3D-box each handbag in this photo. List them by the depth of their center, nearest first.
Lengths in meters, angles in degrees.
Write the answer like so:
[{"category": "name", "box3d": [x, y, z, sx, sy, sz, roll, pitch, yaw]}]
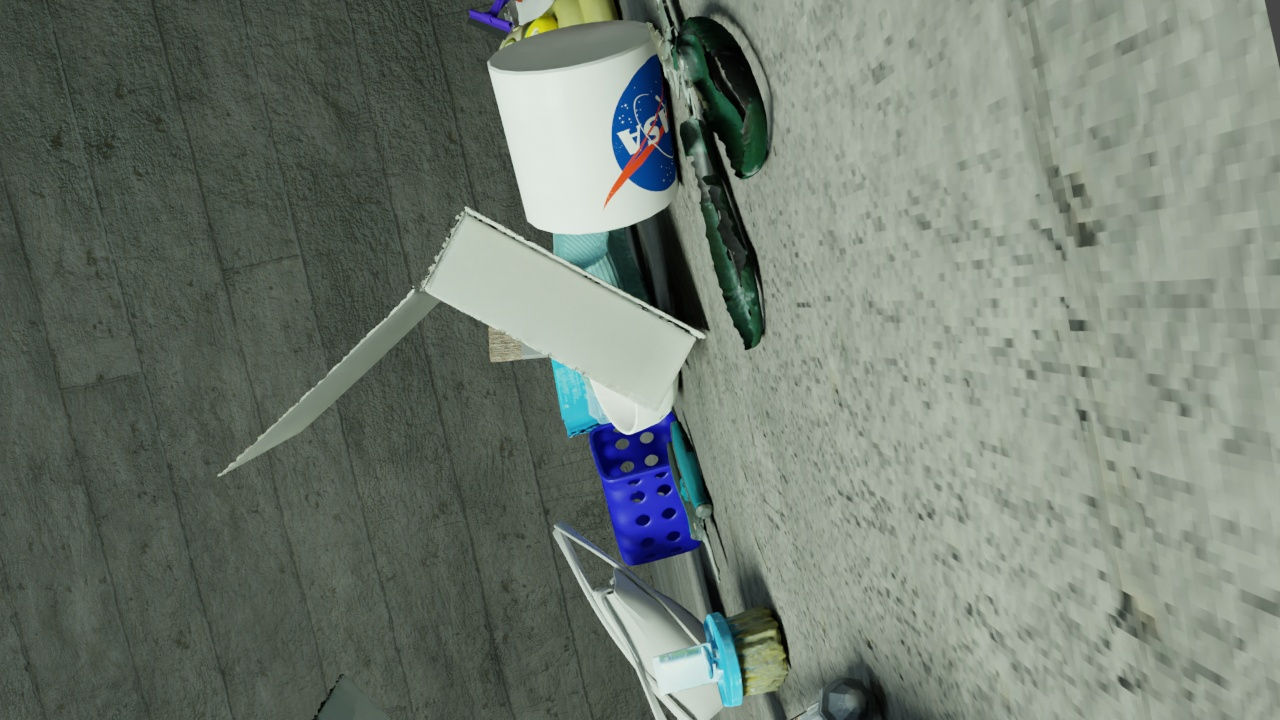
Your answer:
[{"category": "handbag", "box3d": [-0.011, 0.244, 0.875, 0.222, 0.095, 0.216, 46, 171, 9]}]

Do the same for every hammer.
[{"category": "hammer", "box3d": [0.061, 0.200, 0.468, 0.323, 0.098, 0.044, 102, 157, -60]}]

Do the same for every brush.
[{"category": "brush", "box3d": [0.046, 0.186, 0.568, 0.136, 0.075, 0.055, 87, 169, -70]}, {"category": "brush", "box3d": [-0.046, -0.025, 0.712, 0.008, 0.143, 0.045, 90, 175, -69]}]

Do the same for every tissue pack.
[{"category": "tissue pack", "box3d": [-0.044, 0.002, 0.949, 0.061, 0.093, 0.144, 44, -146, -83]}]

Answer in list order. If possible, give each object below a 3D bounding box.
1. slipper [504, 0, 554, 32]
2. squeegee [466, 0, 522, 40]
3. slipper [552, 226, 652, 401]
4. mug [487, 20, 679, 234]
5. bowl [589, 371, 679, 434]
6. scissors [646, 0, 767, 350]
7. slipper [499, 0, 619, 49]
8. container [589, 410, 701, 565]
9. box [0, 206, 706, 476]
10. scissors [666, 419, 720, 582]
[{"category": "slipper", "box3d": [-0.092, -0.351, 0.839, 0.112, 0.074, 0.246, 118, 137, -56]}, {"category": "squeegee", "box3d": [-0.097, -0.361, 0.748, 0.249, 0.055, 0.185, -126, 47, -62]}, {"category": "slipper", "box3d": [-0.049, -0.083, 0.864, 0.116, 0.069, 0.276, -20, 77, 48]}, {"category": "mug", "box3d": [-0.024, -0.139, 0.523, 0.121, 0.091, 0.090, -55, -38, -47]}, {"category": "bowl", "box3d": [-0.005, 0.004, 0.766, 0.105, 0.054, 0.105, 49, 149, 44]}, {"category": "scissors", "box3d": [0.022, -0.119, 0.381, 0.155, 0.015, 0.209, 80, 175, -69]}, {"category": "slipper", "box3d": [-0.070, -0.230, 0.698, 0.191, 0.081, 0.091, -168, 68, -70]}, {"category": "container", "box3d": [0.006, 0.122, 0.872, 0.085, 0.084, 0.114, -110, 8, -56]}, {"category": "box", "box3d": [-0.219, -0.012, 0.605, 0.167, 0.506, 0.148, -128, 30, -84]}, {"category": "scissors", "box3d": [0.044, 0.116, 0.763, 0.139, 0.019, 0.129, -169, 73, -78]}]
